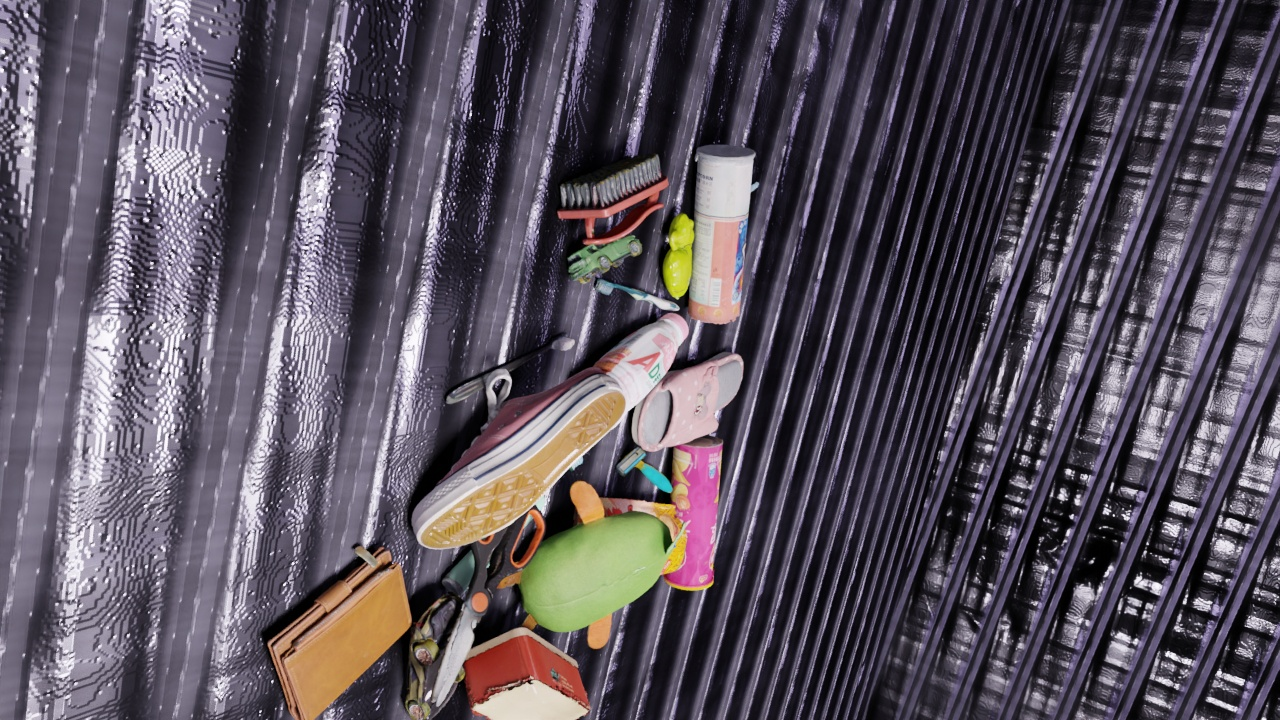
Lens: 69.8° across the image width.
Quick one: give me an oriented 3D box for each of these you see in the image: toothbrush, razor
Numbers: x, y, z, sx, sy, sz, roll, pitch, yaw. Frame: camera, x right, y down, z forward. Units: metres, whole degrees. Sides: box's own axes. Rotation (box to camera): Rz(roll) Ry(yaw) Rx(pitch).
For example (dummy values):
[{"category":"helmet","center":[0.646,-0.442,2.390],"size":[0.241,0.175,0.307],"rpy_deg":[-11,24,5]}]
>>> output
[{"category":"toothbrush","center":[-0.128,0.007,0.923],"size":[0.180,0.018,0.016],"rpy_deg":[-30,137,-47]},{"category":"toothbrush","center":[-0.132,0.168,0.993],"size":[0.223,0.026,0.027],"rpy_deg":[-46,133,-38]},{"category":"toothbrush","center":[-0.001,-0.074,1.089],"size":[0.191,0.016,0.018],"rpy_deg":[13,104,-60]},{"category":"razor","center":[0.011,0.149,1.216],"size":[0.043,0.028,0.132],"rpy_deg":[-46,144,1]}]

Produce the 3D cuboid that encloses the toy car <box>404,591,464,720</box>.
[{"category":"toy car","center":[-0.206,0.301,0.920],"size":[0.070,0.042,0.158],"rpy_deg":[-38,146,-54]}]

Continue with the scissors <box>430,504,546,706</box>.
[{"category":"scissors","center":[-0.169,0.219,0.901],"size":[0.136,0.022,0.234],"rpy_deg":[57,44,-14]}]

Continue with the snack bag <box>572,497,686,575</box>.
[{"category":"snack bag","center":[-0.026,0.236,1.181],"size":[0.207,0.073,0.128],"rpy_deg":[14,94,-53]}]

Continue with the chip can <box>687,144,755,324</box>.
[{"category":"chip can","center":[0.099,-0.156,1.152],"size":[0.071,0.071,0.215],"rpy_deg":[-30,131,-49]}]

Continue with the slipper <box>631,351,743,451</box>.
[{"category":"slipper","center":[0.079,0.054,1.250],"size":[0.273,0.054,0.114],"rpy_deg":[-22,124,-54]}]

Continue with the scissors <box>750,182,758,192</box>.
[{"category":"scissors","center":[0.124,-0.216,1.222],"size":[0.125,0.017,0.133],"rpy_deg":[20,84,-57]}]

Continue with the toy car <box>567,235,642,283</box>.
[{"category":"toy car","center":[-0.038,-0.111,0.975],"size":[0.091,0.043,0.036],"rpy_deg":[-28,92,-42]}]

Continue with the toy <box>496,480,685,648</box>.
[{"category":"toy","center":[-0.064,0.243,1.054],"size":[0.246,0.090,0.227],"rpy_deg":[-17,119,-26]}]

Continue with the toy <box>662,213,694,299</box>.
[{"category":"toy","center":[0.047,-0.126,1.120],"size":[0.096,0.031,0.100],"rpy_deg":[16,84,-73]}]

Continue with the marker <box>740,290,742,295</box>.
[{"category":"marker","center":[0.117,-0.126,1.252],"size":[0.022,0.018,0.131],"rpy_deg":[-46,145,-7]}]

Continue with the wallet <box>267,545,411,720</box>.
[{"category":"wallet","center":[-0.260,0.237,0.807],"size":[0.130,0.035,0.119],"rpy_deg":[-41,138,-44]}]

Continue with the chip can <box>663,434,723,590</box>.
[{"category":"chip can","center":[0.074,0.211,1.289],"size":[0.071,0.071,0.211],"rpy_deg":[-15,111,-56]}]

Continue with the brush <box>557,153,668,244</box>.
[{"category":"brush","center":[-0.020,-0.169,0.959],"size":[0.145,0.063,0.069],"rpy_deg":[-37,123,-48]}]

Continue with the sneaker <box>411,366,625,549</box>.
[{"category":"sneaker","center":[-0.128,0.084,0.894],"size":[0.241,0.088,0.118],"rpy_deg":[-40,144,-7]}]

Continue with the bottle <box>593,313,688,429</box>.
[{"category":"bottle","center":[-0.006,0.006,1.076],"size":[0.196,0.068,0.068],"rpy_deg":[-44,140,-45]}]

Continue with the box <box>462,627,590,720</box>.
[{"category":"box","center":[-0.126,0.371,1.026],"size":[0.091,0.079,0.168],"rpy_deg":[-26,143,5]}]
